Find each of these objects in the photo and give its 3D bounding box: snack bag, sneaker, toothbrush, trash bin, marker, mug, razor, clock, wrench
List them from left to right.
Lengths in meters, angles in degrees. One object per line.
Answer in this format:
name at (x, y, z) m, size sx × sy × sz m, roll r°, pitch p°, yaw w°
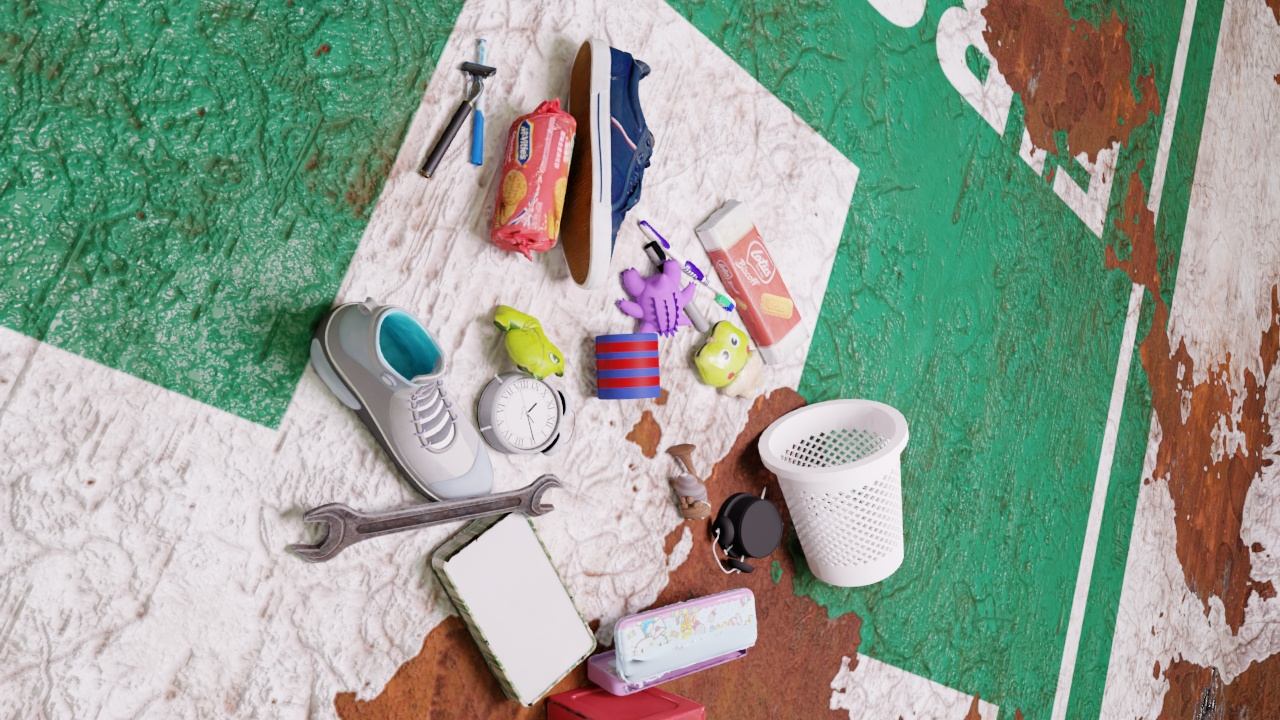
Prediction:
sneaker at (-0.204, 0.048, 0.896) m, size 0.092 × 0.161 × 0.257 m, roll -46°, pitch 113°, yaw -29°
wrench at (-0.208, 0.156, 0.929) m, size 0.272 × 0.010 × 0.070 m, roll -7°, pitch 124°, yaw -23°
razor at (-0.201, -0.259, 0.994) m, size 0.144 × 0.043 × 0.022 m, roll -66°, pitch 158°, yaw -12°
marker at (-0.178, -0.287, 1.017) m, size 0.013 × 0.013 × 0.141 m, roll 5°, pitch 85°, yaw -37°
clock at (-0.124, 0.062, 1.033) m, size 0.122 × 0.035 × 0.094 m, roll 20°, pitch 77°, yaw -34°
snack bag at (-0.121, -0.199, 1.020) m, size 0.082 × 0.082 × 0.176 m, roll 16°, pitch 79°, yaw -36°
sneaker at (-0.024, -0.222, 1.076) m, size 0.127 × 0.121 × 0.294 m, roll 8°, pitch 81°, yaw -24°
mug at (-0.007, 0.006, 1.109) m, size 0.111 × 0.075 × 0.076 m, roll -3°, pitch 91°, yaw -63°
marker at (0.049, -0.093, 1.181) m, size 0.016 × 0.016 × 0.140 m, roll -48°, pitch 116°, yaw -28°
toothbrush at (0.063, -0.121, 1.193) m, size 0.186 × 0.015 × 0.016 m, roll 38°, pitch 72°, yaw -30°
clock at (0.140, 0.231, 1.225) m, size 0.120 × 0.043 × 0.091 m, roll -38°, pitch 111°, yaw -32°
snack bag at (0.156, -0.104, 1.249) m, size 0.077 × 0.041 × 0.225 m, roll -42°, pitch 114°, yaw -28°
trash bin at (0.278, 0.187, 1.255) m, size 0.195 × 0.196 × 0.200 m, roll -31°, pitch 116°, yaw -34°

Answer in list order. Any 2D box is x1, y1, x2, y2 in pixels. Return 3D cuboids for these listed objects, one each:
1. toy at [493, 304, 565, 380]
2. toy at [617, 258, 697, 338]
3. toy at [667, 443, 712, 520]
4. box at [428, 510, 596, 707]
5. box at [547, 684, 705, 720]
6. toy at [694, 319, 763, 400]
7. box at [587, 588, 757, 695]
toy at (-0.124, -0.020, 1.017) m, size 0.094 × 0.036 × 0.093 m, roll 26°, pitch 37°, yaw -32°
toy at (0.024, -0.074, 1.136) m, size 0.106 × 0.056 × 0.088 m, roll -15°, pitch 109°, yaw -15°
toy at (0.065, 0.161, 1.171) m, size 0.102 × 0.042 × 0.054 m, roll 65°, pitch 33°, yaw -26°
box at (-0.139, 0.267, 1.010) m, size 0.117 × 0.050 × 0.205 m, roll -36°, pitch 109°, yaw -29°
box at (-0.015, 0.432, 1.033) m, size 0.165 × 0.158 × 0.151 m, roll 42°, pitch 63°, yaw -26°
toy at (0.123, 0.007, 1.218) m, size 0.118 × 0.043 × 0.092 m, roll 47°, pitch 61°, yaw -28°
box at (0.041, 0.329, 1.113) m, size 0.213 × 0.090 × 0.093 m, roll -3°, pitch 97°, yaw -37°
